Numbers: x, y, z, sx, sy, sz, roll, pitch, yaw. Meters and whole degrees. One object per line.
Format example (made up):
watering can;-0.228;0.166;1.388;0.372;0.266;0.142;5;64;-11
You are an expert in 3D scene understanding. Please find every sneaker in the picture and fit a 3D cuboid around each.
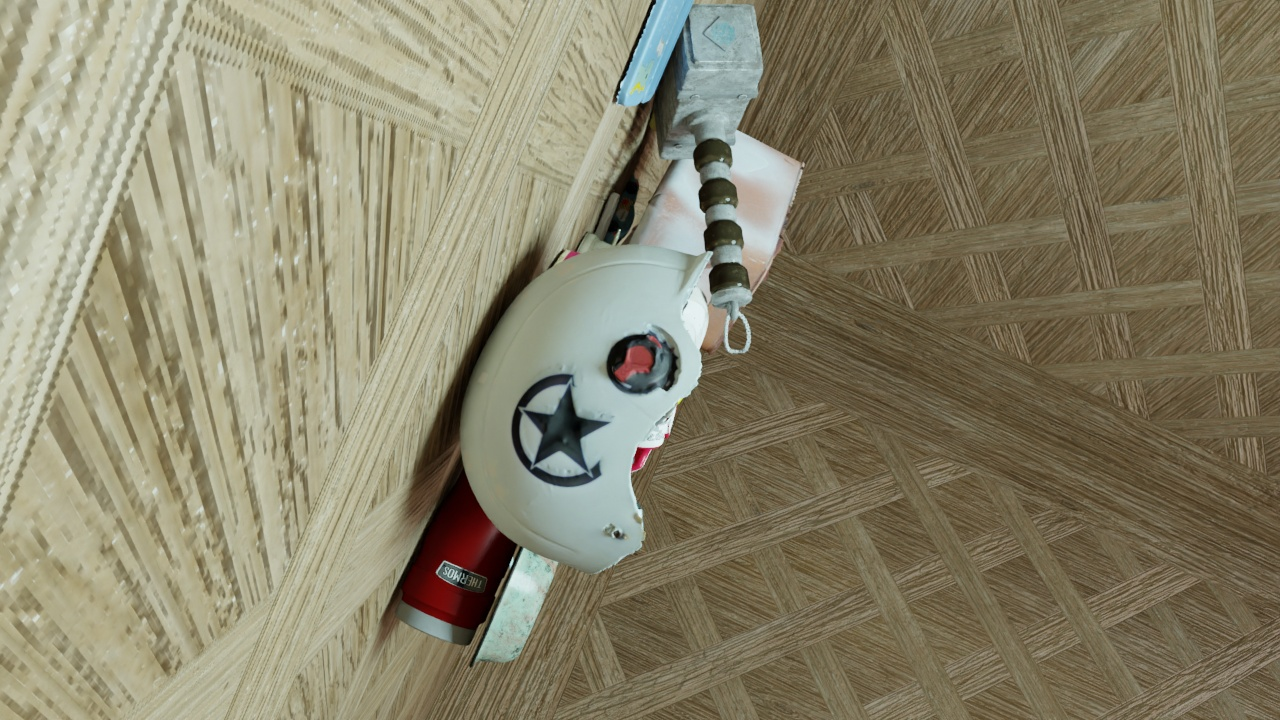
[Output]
sneaker;0.009;0.033;0.921;0.237;0.090;0.104;-58;-146;41

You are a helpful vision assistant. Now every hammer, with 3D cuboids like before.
hammer;0.076;-0.169;0.905;0.177;0.079;0.326;116;-30;-72

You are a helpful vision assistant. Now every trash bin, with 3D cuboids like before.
trash bin;0.080;-0.161;1.130;0.182;0.157;0.258;-59;-175;42

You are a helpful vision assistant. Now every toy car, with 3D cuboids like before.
toy car;-0.021;-0.193;1.220;0.060;0.027;0.107;116;0;-76

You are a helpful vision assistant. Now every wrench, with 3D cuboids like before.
wrench;-0.077;-0.088;1.144;0.066;0.018;0.274;-64;179;-59

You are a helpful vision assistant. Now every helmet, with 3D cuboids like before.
helmet;-0.046;0.021;0.713;0.236;0.163;0.264;127;-18;-89

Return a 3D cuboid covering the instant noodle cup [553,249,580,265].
instant noodle cup;-0.069;-0.032;0.906;0.178;0.077;0.178;-63;180;0

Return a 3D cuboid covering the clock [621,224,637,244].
clock;-0.022;-0.107;1.258;0.131;0.086;0.160;-47;-166;40

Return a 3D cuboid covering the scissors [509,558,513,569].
scissors;-0.148;0.154;1.007;0.173;0.013;0.170;-115;-163;-82

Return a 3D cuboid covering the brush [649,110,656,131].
brush;0.049;-0.324;1.084;0.174;0.042;0.082;116;0;-69

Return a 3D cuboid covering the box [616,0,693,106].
box;0.034;-0.316;0.780;0.125;0.021;0.209;-68;-178;-69

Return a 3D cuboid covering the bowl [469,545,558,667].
bowl;-0.113;0.221;0.871;0.157;0.038;0.157;-162;-85;-87

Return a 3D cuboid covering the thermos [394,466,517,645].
thermos;-0.159;0.162;0.882;0.198;0.084;0.108;-67;-167;-11

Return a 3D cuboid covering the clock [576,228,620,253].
clock;-0.060;-0.078;1.024;0.093;0.054;0.140;115;-2;-60

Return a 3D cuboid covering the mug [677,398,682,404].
mug;-0.006;0.006;1.036;0.083;0.106;0.082;-22;-128;32
